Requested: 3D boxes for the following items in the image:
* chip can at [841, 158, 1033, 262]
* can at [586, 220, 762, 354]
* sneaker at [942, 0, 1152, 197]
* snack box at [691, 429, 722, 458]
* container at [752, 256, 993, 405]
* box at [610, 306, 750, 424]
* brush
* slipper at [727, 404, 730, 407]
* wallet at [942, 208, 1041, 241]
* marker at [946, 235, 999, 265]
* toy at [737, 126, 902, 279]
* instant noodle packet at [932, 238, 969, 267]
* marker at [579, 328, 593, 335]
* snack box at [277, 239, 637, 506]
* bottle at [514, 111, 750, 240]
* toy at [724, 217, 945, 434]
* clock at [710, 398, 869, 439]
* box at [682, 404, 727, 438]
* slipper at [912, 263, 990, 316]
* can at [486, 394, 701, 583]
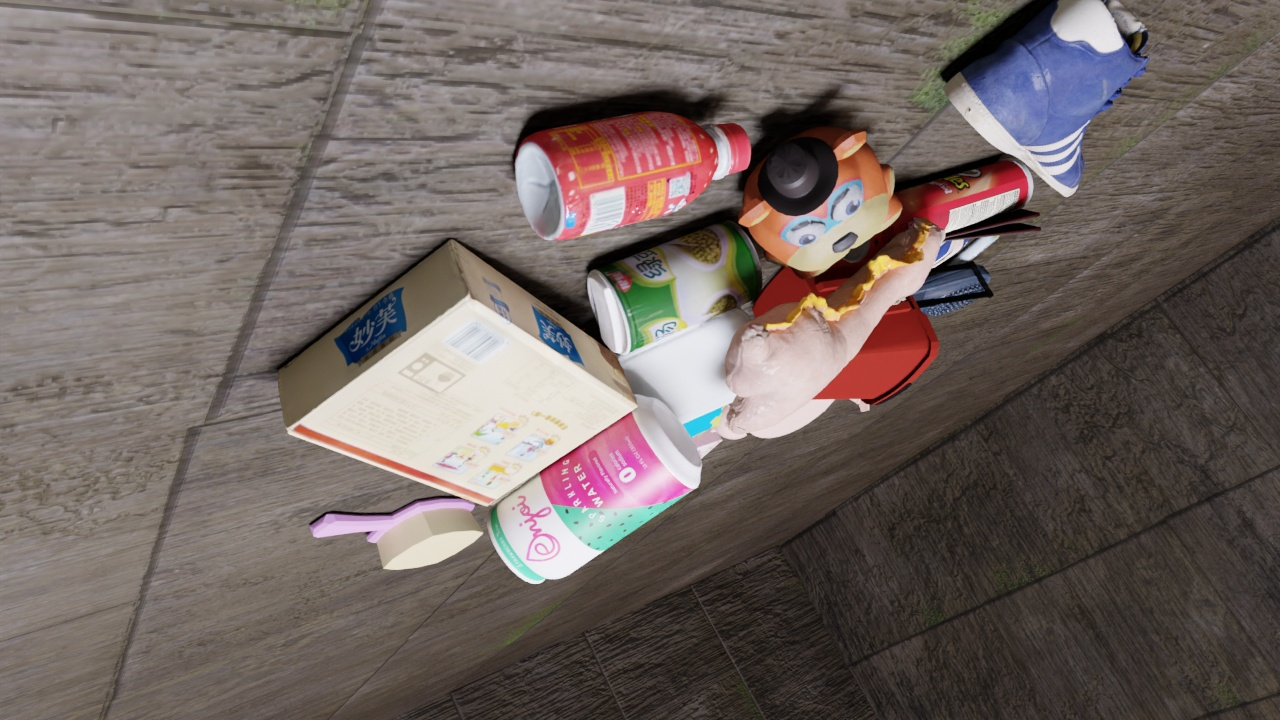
[{"bbox_3d":[0.272,-0.141,0.851,0.214,0.051,0.052,-19,159,-26],"label":"chip can"},{"bbox_3d":[0.025,-0.056,0.695,0.120,0.067,0.067,-23,161,-17],"label":"can"},{"bbox_3d":[0.335,-0.212,0.712,0.232,0.091,0.119,7,138,-48],"label":"sneaker"},{"bbox_3d":[0.022,0.092,1.060,0.094,0.079,0.093,-11,155,-40],"label":"snack box"},{"bbox_3d":[0.231,-0.039,0.912,0.200,0.148,0.127,-7,152,-29],"label":"container"},{"bbox_3d":[-0.006,0.009,0.780,0.211,0.130,0.106,-28,140,-1],"label":"box"},{"bbox_3d":[-0.253,0.182,0.961,0.089,0.043,0.228,-34,161,15],"label":"brush"},{"bbox_3d":[0.151,0.026,1.099,0.094,0.064,0.239,-28,160,-3],"label":"slipper"},{"bbox_3d":[0.326,-0.130,0.910,0.116,0.018,0.091,-9,-169,11],"label":"wallet"},{"bbox_3d":[0.390,-0.116,1.141,0.017,0.017,0.147,-13,156,-38],"label":"marker"},{"bbox_3d":[0.127,-0.116,0.665,0.112,0.096,0.176,-35,149,18],"label":"toy"},{"bbox_3d":[0.300,-0.104,1.012,0.135,0.026,0.086,-36,171,38],"label":"instant noodle packet"},{"bbox_3d":[-0.097,-0.006,0.727,0.145,0.019,0.019,-17,158,-32],"label":"marker"},{"bbox_3d":[-0.117,0.021,0.640,0.153,0.055,0.207,-34,146,14],"label":"snack box"},{"bbox_3d":[0.001,-0.111,0.525,0.137,0.062,0.062,-18,159,-29],"label":"bottle"},{"bbox_3d":[0.164,-0.045,0.726,0.263,0.065,0.196,-40,159,-18],"label":"toy"},{"bbox_3d":[0.162,0.032,1.001,0.160,0.086,0.131,-5,136,-22],"label":"clock"},{"bbox_3d":[-0.021,0.061,0.926,0.220,0.083,0.124,-27,163,-13],"label":"box"},{"bbox_3d":[0.316,-0.039,1.119,0.263,0.082,0.101,-20,157,-5],"label":"slipper"},{"bbox_3d":[-0.037,0.104,0.736,0.166,0.088,0.088,-36,160,13],"label":"can"}]
